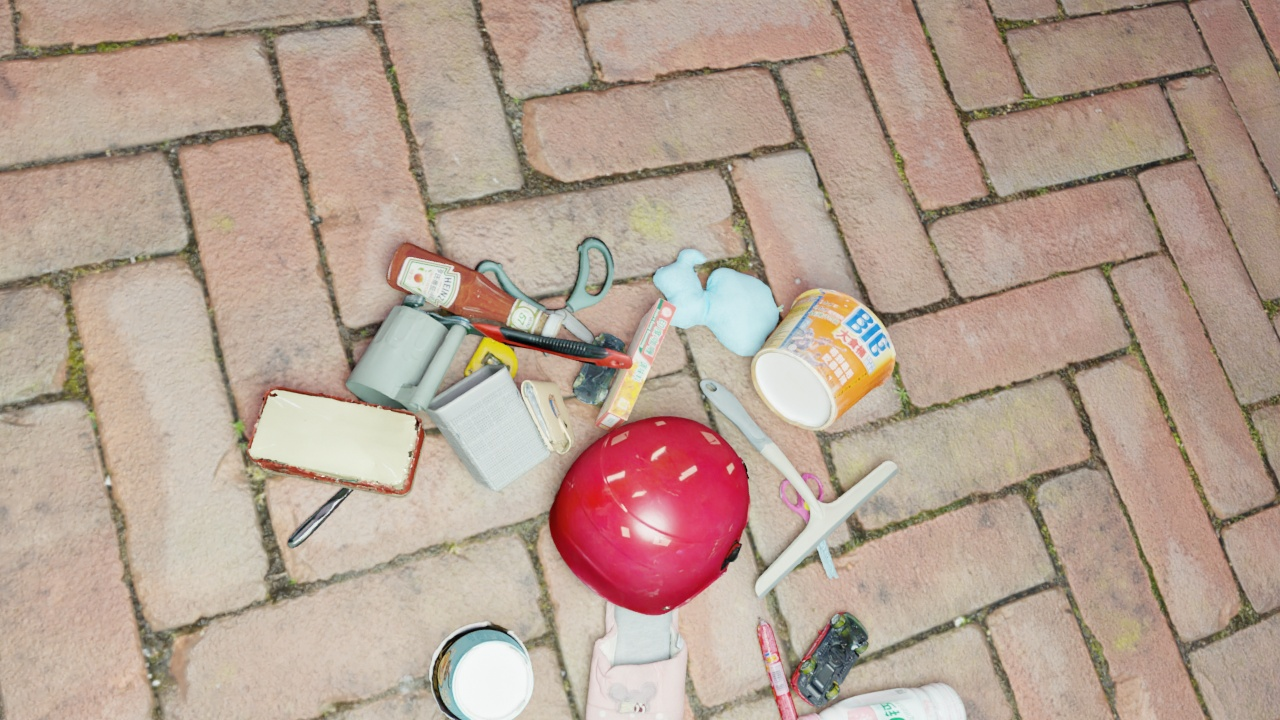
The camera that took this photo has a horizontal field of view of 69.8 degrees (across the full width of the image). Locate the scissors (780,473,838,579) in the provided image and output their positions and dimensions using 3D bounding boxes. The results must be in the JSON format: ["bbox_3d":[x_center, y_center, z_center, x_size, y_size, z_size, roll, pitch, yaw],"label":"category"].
[{"bbox_3d":[0.219,0.205,1.131,0.063,0.017,0.135,-17,76,-22],"label":"scissors"}]

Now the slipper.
[{"bbox_3d":[-0.001,0.345,1.016,0.114,0.055,0.274,9,72,-12],"label":"slipper"}]

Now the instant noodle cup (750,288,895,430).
[{"bbox_3d":[0.213,0.005,1.106,0.151,0.152,0.111,48,60,1],"label":"instant noodle cup"}]

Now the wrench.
[{"bbox_3d":[-0.141,-0.028,1.049,0.273,0.056,0.016,14,63,3],"label":"wrench"}]

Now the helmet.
[{"bbox_3d":[0.022,0.149,1.008,0.239,0.144,0.207,-39,71,-22],"label":"helmet"}]

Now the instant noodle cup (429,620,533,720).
[{"bbox_3d":[-0.158,0.325,0.943,0.111,0.121,0.111,4,74,-14],"label":"instant noodle cup"}]

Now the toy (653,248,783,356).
[{"bbox_3d":[0.104,-0.072,1.161,0.156,0.050,0.161,-14,78,-7],"label":"toy"}]

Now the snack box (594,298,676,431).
[{"bbox_3d":[-0.006,0.006,1.095,0.027,0.077,0.155,26,70,-7],"label":"snack box"}]

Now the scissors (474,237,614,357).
[{"bbox_3d":[-0.111,-0.097,1.127,0.173,0.019,0.169,32,68,-3],"label":"scissors"}]

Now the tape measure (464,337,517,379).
[{"bbox_3d":[-0.173,0.005,1.077,0.057,0.029,0.060,29,70,-7],"label":"tape measure"}]

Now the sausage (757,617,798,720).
[{"bbox_3d":[0.162,0.377,1.070,0.020,0.020,0.155,-13,79,-18],"label":"sausage"}]

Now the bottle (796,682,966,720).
[{"bbox_3d":[0.276,0.417,1.060,0.196,0.068,0.068,-1,75,-17],"label":"bottle"}]

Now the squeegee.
[{"bbox_3d":[0.159,0.113,1.119,0.246,0.039,0.246,-37,82,-17],"label":"squeegee"}]

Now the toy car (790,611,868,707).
[{"bbox_3d":[0.221,0.350,1.079,0.053,0.045,0.120,48,61,-1],"label":"toy car"}]

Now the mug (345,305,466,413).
[{"bbox_3d":[-0.251,0.003,1.011,0.083,0.124,0.103,45,60,-41],"label":"mug"}]

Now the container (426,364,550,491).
[{"bbox_3d":[-0.167,0.076,1.016,0.090,0.090,0.114,-34,104,-19],"label":"container"}]

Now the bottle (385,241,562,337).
[{"bbox_3d":[-0.191,-0.074,1.066,0.206,0.060,0.059,23,70,-1],"label":"bottle"}]

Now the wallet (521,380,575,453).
[{"bbox_3d":[-0.099,0.063,1.038,0.024,0.115,0.087,-21,85,5],"label":"wallet"}]

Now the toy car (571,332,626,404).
[{"bbox_3d":[-0.051,0.011,1.105,0.043,0.034,0.090,26,72,-10],"label":"toy car"}]

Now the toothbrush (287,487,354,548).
[{"bbox_3d":[-0.317,0.137,1.009,0.015,0.018,0.180,45,70,-3],"label":"toothbrush"}]

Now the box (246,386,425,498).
[{"bbox_3d":[-0.321,0.088,0.975,0.168,0.080,0.091,11,71,-3],"label":"box"}]
